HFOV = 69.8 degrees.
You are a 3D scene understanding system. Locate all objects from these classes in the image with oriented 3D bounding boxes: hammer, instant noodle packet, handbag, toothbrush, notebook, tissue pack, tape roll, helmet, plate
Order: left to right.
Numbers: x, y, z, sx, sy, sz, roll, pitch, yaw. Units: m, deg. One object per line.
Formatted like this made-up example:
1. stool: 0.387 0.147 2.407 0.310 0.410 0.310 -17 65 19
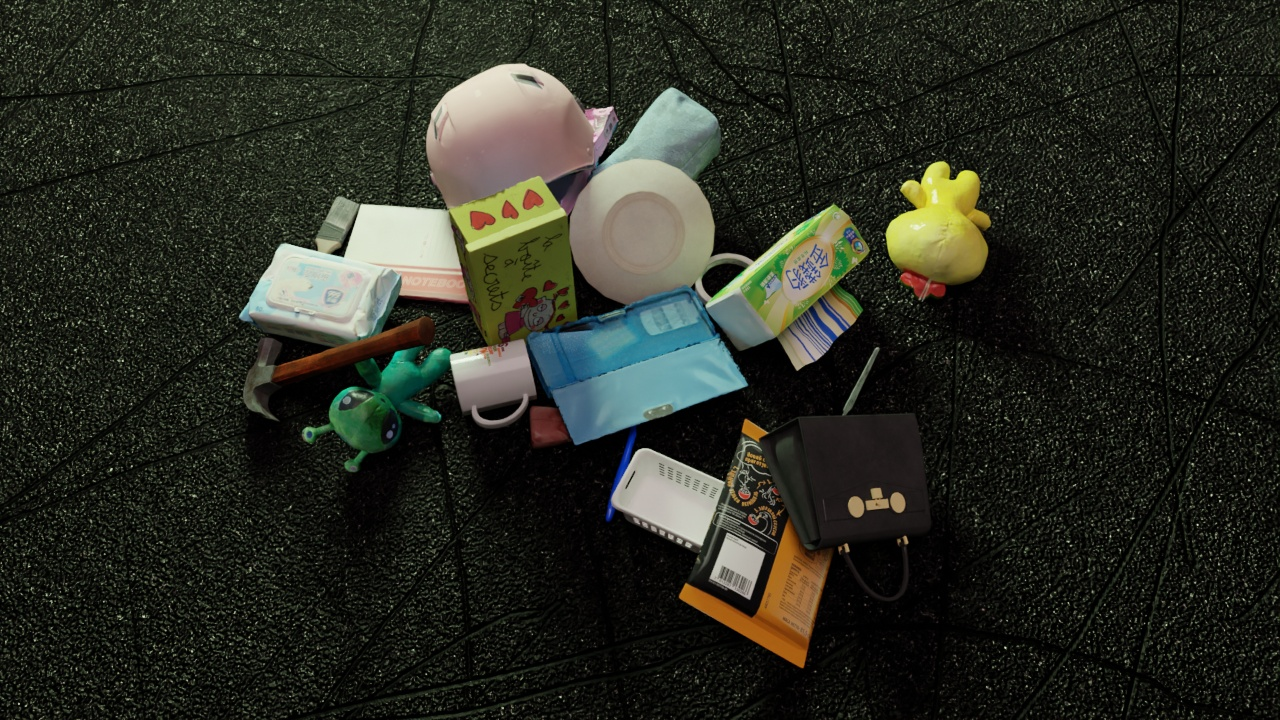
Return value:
1. tissue pack: -0.403 -0.079 1.158 0.182 0.070 0.112 13 68 7
2. hammer: -0.350 -0.001 1.049 0.301 0.028 0.110 -14 57 31
3. notebook: -0.293 -0.144 1.239 0.209 0.012 0.152 4 59 2
4. helmet: -0.189 -0.305 1.223 0.230 0.152 0.255 -26 33 7
5. handbag: -0.072 0.078 1.101 0.119 0.029 0.055 -2 53 -9
6. toothbrush: -0.011 0.108 1.085 0.018 0.016 0.182 15 59 2
7. plate: 0.004 -0.164 1.181 0.188 0.027 0.189 0 97 -4
8. handbag: 0.025 -0.264 1.251 0.122 0.118 0.192 39 90 21
9. tape roll: 0.119 -0.102 1.217 0.093 0.013 0.092 0 59 0
10. instant noodle packet: 0.144 0.195 0.996 0.160 0.032 0.220 33 59 -14
11. tissue pack: 0.204 -0.078 1.157 0.197 0.120 0.141 -40 96 -16
12. toothbrush: 0.239 0.037 1.034 0.010 0.182 0.010 -9 56 -12
13. handbag: 0.241 0.163 0.998 0.175 0.072 0.195 1 67 -32

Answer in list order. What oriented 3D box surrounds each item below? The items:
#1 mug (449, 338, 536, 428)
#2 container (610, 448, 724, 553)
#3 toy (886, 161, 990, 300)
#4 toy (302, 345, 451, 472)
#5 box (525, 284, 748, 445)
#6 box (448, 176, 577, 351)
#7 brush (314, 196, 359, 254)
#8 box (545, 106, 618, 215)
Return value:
1. mug: -0.173 0.032 1.096 0.089 0.074 0.105 -13 59 -9
2. container: 0.039 0.163 1.032 0.129 0.050 0.080 23 61 13
3. toy: 0.401 -0.178 1.222 0.134 0.092 0.207 18 57 6
4. toy: -0.304 0.045 1.092 0.130 0.073 0.192 45 63 -14
5. box: -0.007 0.007 1.128 0.231 0.034 0.174 -17 58 -15
6. box: -0.147 -0.104 1.095 0.124 0.221 0.081 -23 62 -17
7. brush: -0.424 -0.163 1.249 0.039 0.012 0.151 11 59 6
8. box: -0.139 -0.275 1.295 0.160 0.035 0.229 3 50 25
